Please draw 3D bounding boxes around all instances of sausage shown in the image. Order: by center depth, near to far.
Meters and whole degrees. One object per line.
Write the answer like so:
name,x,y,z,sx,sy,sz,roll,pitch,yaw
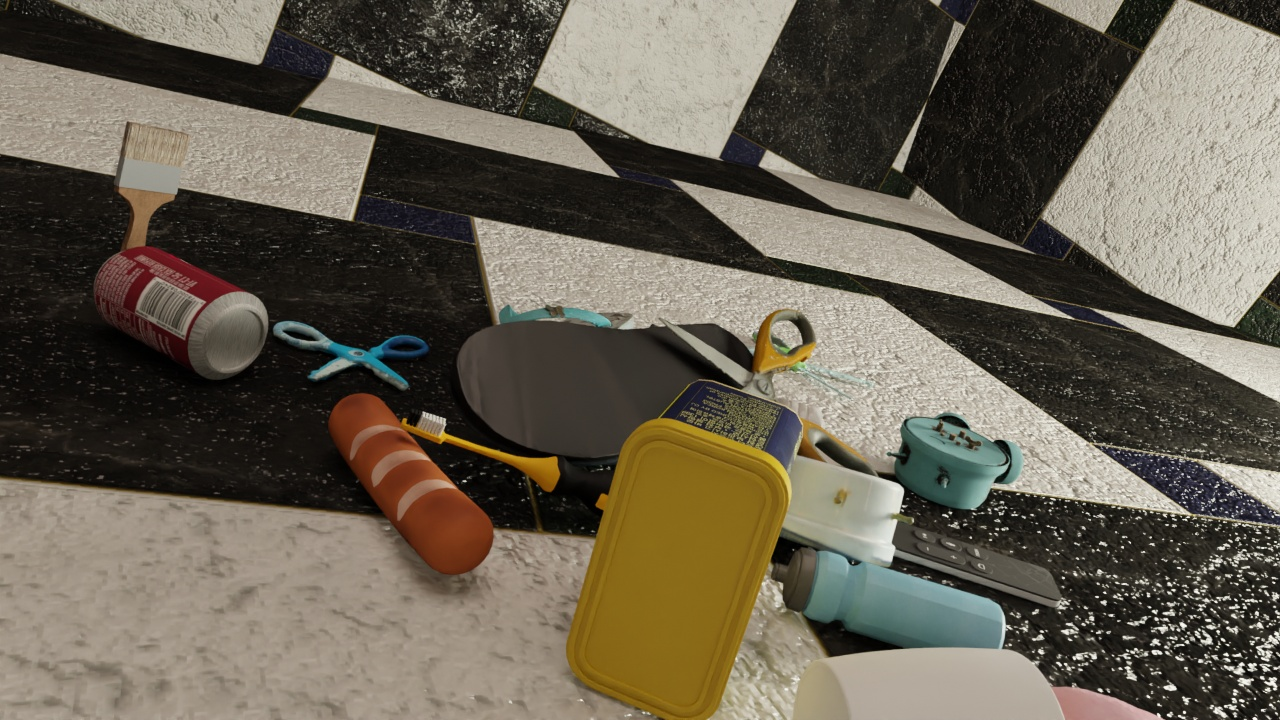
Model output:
sausage,-0.132,0.067,0.517,0.039,0.044,0.164,-22,37,-30

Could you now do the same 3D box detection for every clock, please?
clock,0.119,0.096,0.596,0.083,0.057,0.118,17,-4,-18
clock,0.265,0.081,0.770,0.124,0.053,0.090,-3,27,-41

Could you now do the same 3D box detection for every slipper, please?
slipper,-0.024,0.033,0.661,0.264,0.084,0.109,-5,61,-43
slipper,-0.067,-0.028,0.786,0.098,0.055,0.268,0,12,20

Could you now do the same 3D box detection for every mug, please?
mug,0.118,0.175,0.375,0.087,0.081,0.114,5,52,-10

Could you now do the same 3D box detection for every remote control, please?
remote control,0.218,0.137,0.644,0.147,0.008,0.045,17,19,6

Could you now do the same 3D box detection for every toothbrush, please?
toothbrush,-0.049,0.070,0.552,0.196,0.031,0.031,22,17,-18

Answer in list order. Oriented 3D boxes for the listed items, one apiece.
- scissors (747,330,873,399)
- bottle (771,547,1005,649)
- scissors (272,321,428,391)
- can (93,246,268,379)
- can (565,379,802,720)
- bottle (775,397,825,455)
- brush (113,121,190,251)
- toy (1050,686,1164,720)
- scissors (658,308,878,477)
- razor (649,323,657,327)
scissors,0.161,0.005,0.975,0.165,0.024,0.171,9,17,-33
bottle,0.138,0.140,0.526,0.130,0.040,0.040,16,19,3
scissors,-0.217,-0.006,0.714,0.134,0.011,0.139,24,19,31
can,-0.317,-0.034,0.633,0.114,0.063,0.063,23,21,22
can,0.027,0.086,0.451,0.075,0.135,0.104,19,17,11
bottle,0.080,0.043,0.748,0.136,0.044,0.044,16,19,1
brush,-0.359,-0.097,0.654,0.008,0.143,0.045,27,14,27
toy,0.233,0.192,0.434,0.093,0.050,0.102,7,17,-13
scissors,0.111,0.031,0.698,0.230,0.016,0.224,48,36,5
razor,0.027,-0.017,0.917,0.042,0.026,0.106,6,17,-19
